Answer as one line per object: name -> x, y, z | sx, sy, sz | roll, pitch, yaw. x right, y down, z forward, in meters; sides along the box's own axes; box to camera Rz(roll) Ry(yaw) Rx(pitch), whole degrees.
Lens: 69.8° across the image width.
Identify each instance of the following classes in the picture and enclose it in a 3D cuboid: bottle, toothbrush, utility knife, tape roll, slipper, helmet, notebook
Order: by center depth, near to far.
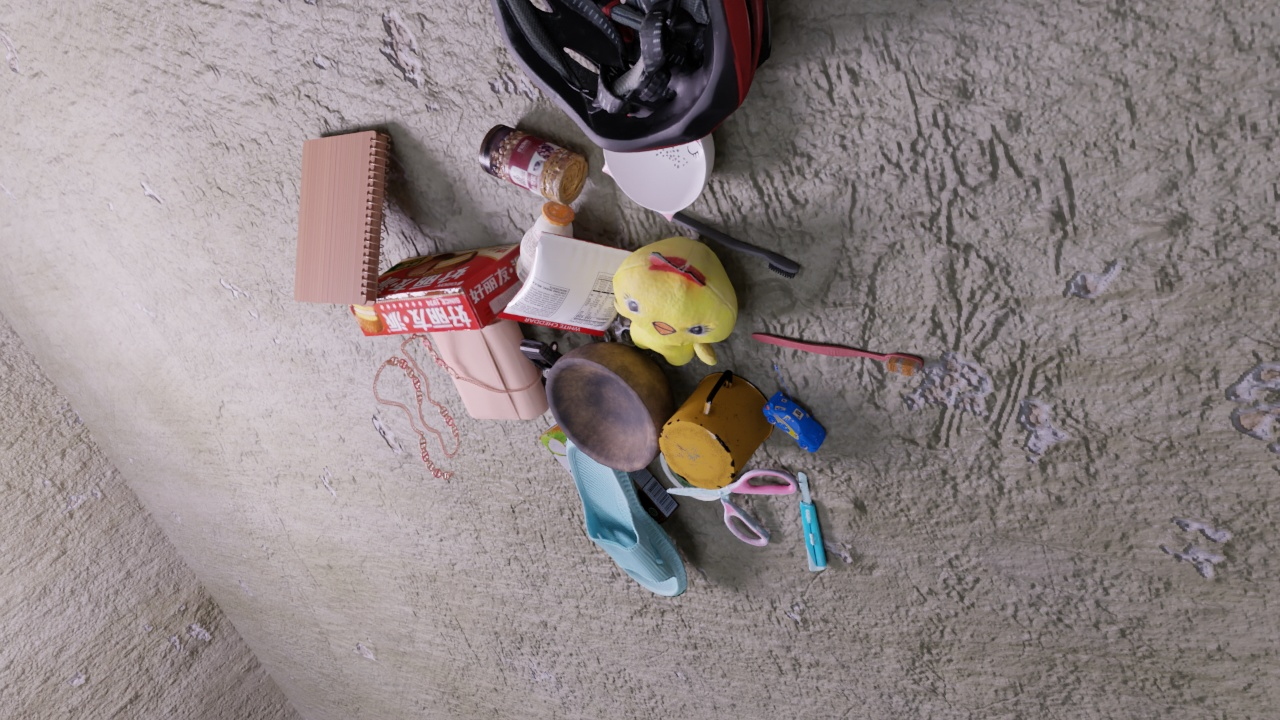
helmet -> -0.013, -0.302, 0.733 | 0.272, 0.166, 0.218 | 49, 139, -5
toothbrush -> 0.083, -0.122, 0.920 | 0.167, 0.012, 0.013 | 28, 145, 18
toothbrush -> 0.192, -0.009, 0.924 | 0.185, 0.015, 0.015 | 12, 136, 34
bottle -> -0.114, -0.209, 0.977 | 0.105, 0.056, 0.056 | 26, 136, 20
bottle -> -0.102, -0.128, 1.028 | 0.063, 0.062, 0.109 | 35, 138, 11
utility knife -> 0.198, 0.190, 1.081 | 0.022, 0.015, 0.149 | -4, 119, 23
tape roll -> 0.069, 0.132, 1.137 | 0.094, 0.018, 0.094 | 22, 134, 25
notebook -> -0.377, -0.177, 1.156 | 0.169, 0.022, 0.210 | 5, 92, 38
slipper -> -0.030, 0.212, 1.197 | 0.116, 0.069, 0.276 | -3, 120, 44

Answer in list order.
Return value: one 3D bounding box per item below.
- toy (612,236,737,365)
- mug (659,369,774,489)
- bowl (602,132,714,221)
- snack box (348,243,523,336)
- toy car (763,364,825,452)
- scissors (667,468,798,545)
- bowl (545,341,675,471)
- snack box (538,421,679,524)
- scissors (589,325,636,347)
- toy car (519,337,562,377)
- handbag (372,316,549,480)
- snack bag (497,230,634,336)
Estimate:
toy -> 0.034, -0.056, 0.961 | 0.134, 0.092, 0.208 | 26, 147, 5
mug -> 0.083, 0.071, 1.017 | 0.100, 0.093, 0.124 | 22, 134, 25
bowl -> 0.025, -0.203, 0.872 | 0.115, 0.050, 0.115 | 22, 134, 24
snack box -> -0.252, -0.086, 1.147 | 0.237, 0.112, 0.060 | -1, 122, 40
toy car -> 0.167, 0.050, 0.975 | 0.092, 0.033, 0.062 | 39, 146, 7
scissors -> 0.115, 0.171, 1.114 | 0.171, 0.013, 0.175 | -5, 128, 26
bowl -> -0.028, 0.047, 1.082 | 0.162, 0.070, 0.162 | 23, 135, 25
snack box -> -0.044, 0.149, 1.231 | 0.186, 0.031, 0.101 | 49, 139, -5
scissors -> -0.020, 0.013, 1.115 | 0.121, 0.014, 0.160 | 14, 127, 30
toy car -> -0.113, 0.001, 1.143 | 0.040, 0.037, 0.092 | 9, 161, 32
handbag -> -0.209, 0.048, 1.166 | 0.117, 0.186, 0.199 | 3, 128, 30
snack bag -> -0.073, -0.078, 1.016 | 0.130, 0.039, 0.144 | 10, 140, -24
